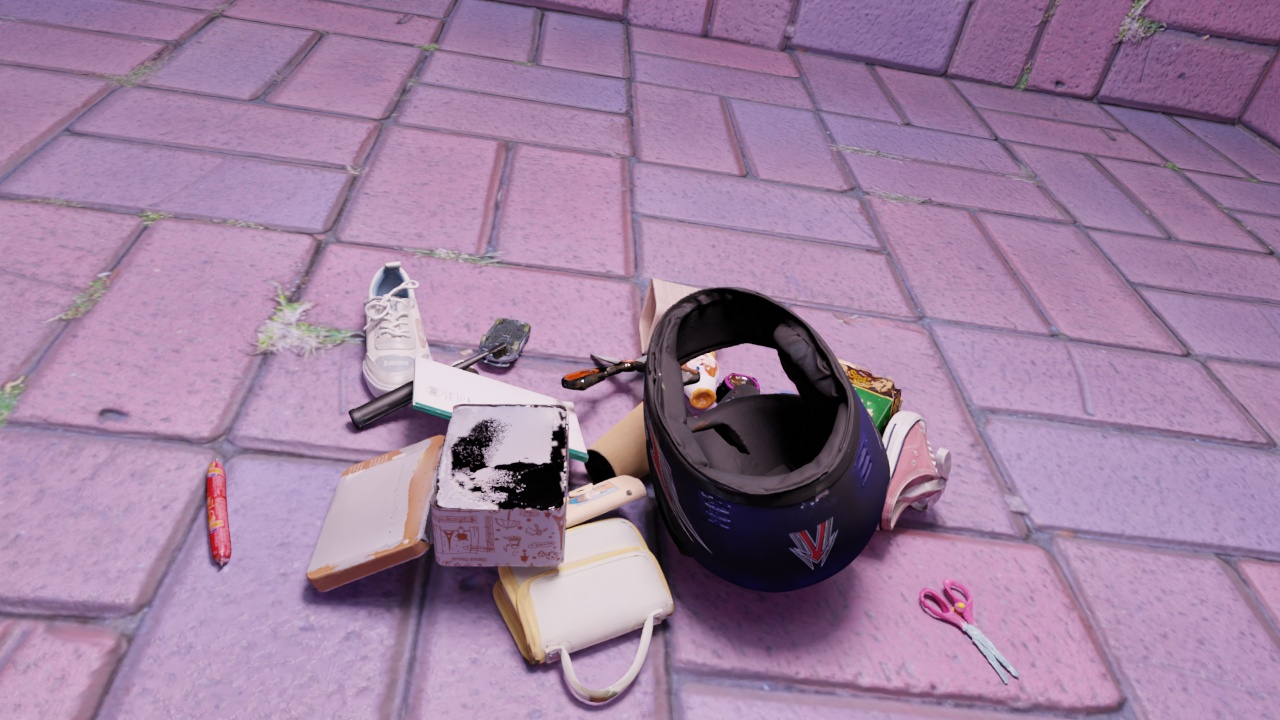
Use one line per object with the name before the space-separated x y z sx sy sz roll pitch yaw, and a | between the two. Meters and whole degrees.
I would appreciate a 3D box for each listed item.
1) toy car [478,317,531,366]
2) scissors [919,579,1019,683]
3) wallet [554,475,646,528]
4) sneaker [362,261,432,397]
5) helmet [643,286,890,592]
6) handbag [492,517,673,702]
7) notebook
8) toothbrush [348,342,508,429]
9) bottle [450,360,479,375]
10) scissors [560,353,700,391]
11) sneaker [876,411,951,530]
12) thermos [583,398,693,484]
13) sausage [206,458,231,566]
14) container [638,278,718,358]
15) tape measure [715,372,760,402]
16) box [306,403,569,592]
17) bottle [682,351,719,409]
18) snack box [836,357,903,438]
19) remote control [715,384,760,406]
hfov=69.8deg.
toy car | -0.189 -0.027 1.280 0.054 0.037 0.120 12 25 1
scissors | 0.357 0.297 1.003 0.073 0.017 0.137 -3 41 -20
wallet | -0.058 0.155 1.005 0.115 0.024 0.087 -22 11 -14
sneaker | -0.324 -0.047 1.219 0.089 0.091 0.242 -1 38 -16
helmet | 0.128 0.100 1.005 0.247 0.241 0.315 -20 50 -4
handbag | -0.045 0.248 0.917 0.163 0.063 0.178 -11 45 -27
notebook | -0.167 0.055 1.087 0.209 0.012 0.150 19 16 -19
toothbrush | -0.259 0.027 1.141 0.212 0.027 0.026 -27 34 -22
bottle | -0.186 0.066 1.142 0.079 0.044 0.195 -7 37 -37
scissors | -0.014 0.008 1.213 0.221 0.022 0.234 8 16 38
sneaker | 0.335 0.139 1.129 0.088 0.118 0.240 12 26 22
thermos | 0.002 0.100 1.118 0.093 0.093 0.142 35 49 29
sausage | -0.443 0.156 0.960 0.020 0.020 0.155 -6 38 -24
container | 0.063 -0.057 1.352 0.111 0.090 0.090 9 35 -11
tape measure | 0.137 0.044 1.271 0.058 0.039 0.056 28 38 22
box | -0.203 0.137 0.941 0.259 0.110 0.178 0 32 -2
bottle | 0.078 0.021 1.265 0.063 0.063 0.108 4 36 -11
snack box | 0.269 0.082 1.210 0.118 0.118 0.105 22 48 18
remote control | 0.108 0.084 1.192 0.053 0.024 0.136 17 54 43
